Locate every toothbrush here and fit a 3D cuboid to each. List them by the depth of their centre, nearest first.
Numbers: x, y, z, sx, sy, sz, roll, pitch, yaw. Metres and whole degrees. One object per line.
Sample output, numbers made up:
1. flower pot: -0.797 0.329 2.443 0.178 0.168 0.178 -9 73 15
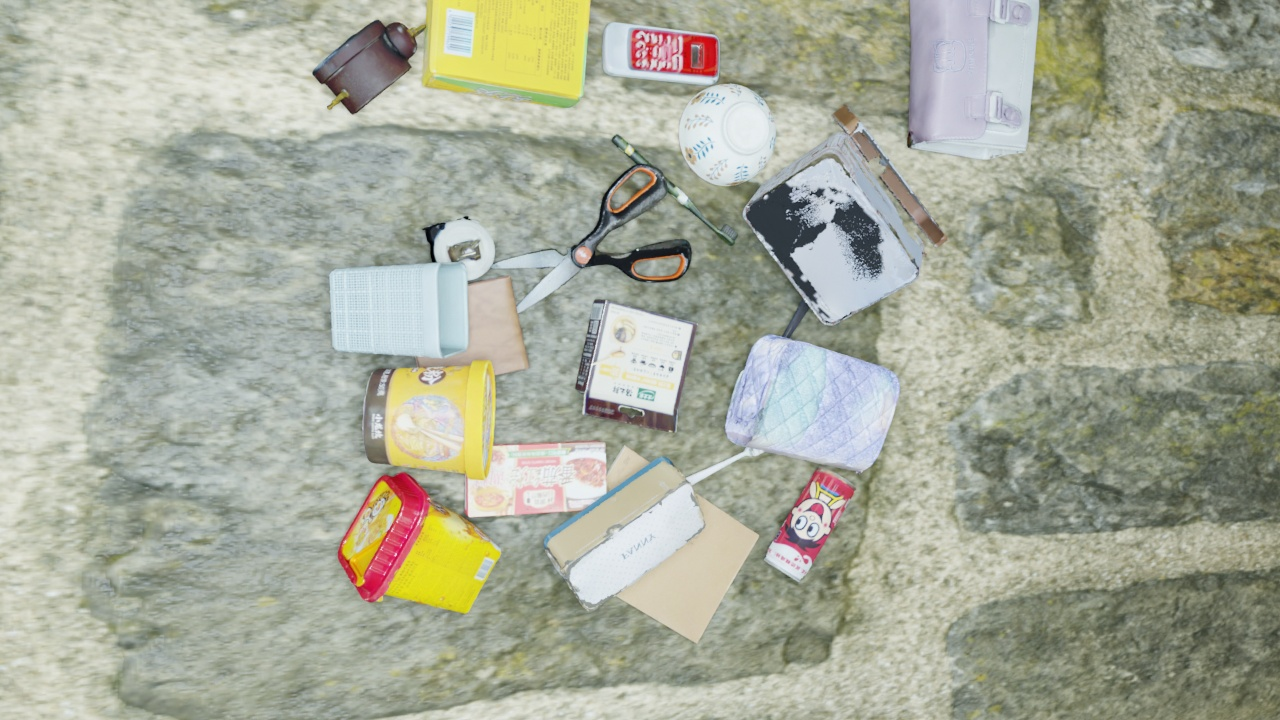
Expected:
1. toothbrush: 0.041 -0.192 1.032 0.186 0.012 0.017 38 76 -19
2. toothbrush: 0.072 0.134 1.064 0.179 0.016 0.016 -23 101 -21
3. toothbrush: 0.174 -0.031 1.095 0.015 0.018 0.181 37 80 -19

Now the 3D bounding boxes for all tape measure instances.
1. tape measure: -0.184 -0.114 0.945 0.066 0.033 0.066 -17 102 -18

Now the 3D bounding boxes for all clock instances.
1. clock: -0.255 -0.287 0.879 0.121 0.082 0.055 -43 111 -11

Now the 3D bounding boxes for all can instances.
1. can: 0.203 0.197 1.104 0.053 0.053 0.132 35 83 -19

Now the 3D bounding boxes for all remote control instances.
1. remote control: 0.024 -0.337 1.009 0.135 0.020 0.056 0 96 -20

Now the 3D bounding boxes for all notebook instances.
1. notebook: 0.023 0.215 1.063 0.211 0.012 0.149 35 81 -19

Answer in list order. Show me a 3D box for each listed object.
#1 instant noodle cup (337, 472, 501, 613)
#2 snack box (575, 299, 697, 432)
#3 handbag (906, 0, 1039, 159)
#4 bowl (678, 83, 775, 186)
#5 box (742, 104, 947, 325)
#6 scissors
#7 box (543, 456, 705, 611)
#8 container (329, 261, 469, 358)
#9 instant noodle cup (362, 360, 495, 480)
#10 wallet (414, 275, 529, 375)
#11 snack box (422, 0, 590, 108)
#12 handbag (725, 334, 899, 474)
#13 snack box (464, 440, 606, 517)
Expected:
1. instant noodle cup: -0.219 0.190 0.924 0.123 0.116 0.116 32 84 -31
2. snack box: -0.006 0.006 1.010 0.113 0.053 0.125 13 91 -21
3. handbag: 0.398 -0.352 1.108 0.145 0.098 0.197 1 94 -15
4. bowl: 0.106 -0.255 1.025 0.113 0.062 0.113 -1 94 -21
5. box: 0.243 -0.181 1.062 0.183 0.157 0.192 51 33 -12
6. scissors: -0.040 -0.117 1.001 0.210 0.022 0.221 32 89 -22
7. box: -0.009 0.183 0.995 0.184 0.060 0.090 -33 127 -17
8. container: -0.233 -0.050 0.888 0.111 0.090 0.090 1 97 6
9. instant noodle cup: -0.206 0.057 0.906 0.114 0.118 0.118 2 94 -2
10. wallet: -0.181 -0.028 0.958 0.115 0.020 0.101 -14 102 -14
11. snack box: -0.132 -0.372 0.922 0.157 0.070 0.210 3 93 -20
12. handbag: 0.202 0.051 1.070 0.193 0.076 0.134 16 93 -28
13. snack box: -0.112 0.127 0.991 0.152 0.025 0.075 0 90 -18
